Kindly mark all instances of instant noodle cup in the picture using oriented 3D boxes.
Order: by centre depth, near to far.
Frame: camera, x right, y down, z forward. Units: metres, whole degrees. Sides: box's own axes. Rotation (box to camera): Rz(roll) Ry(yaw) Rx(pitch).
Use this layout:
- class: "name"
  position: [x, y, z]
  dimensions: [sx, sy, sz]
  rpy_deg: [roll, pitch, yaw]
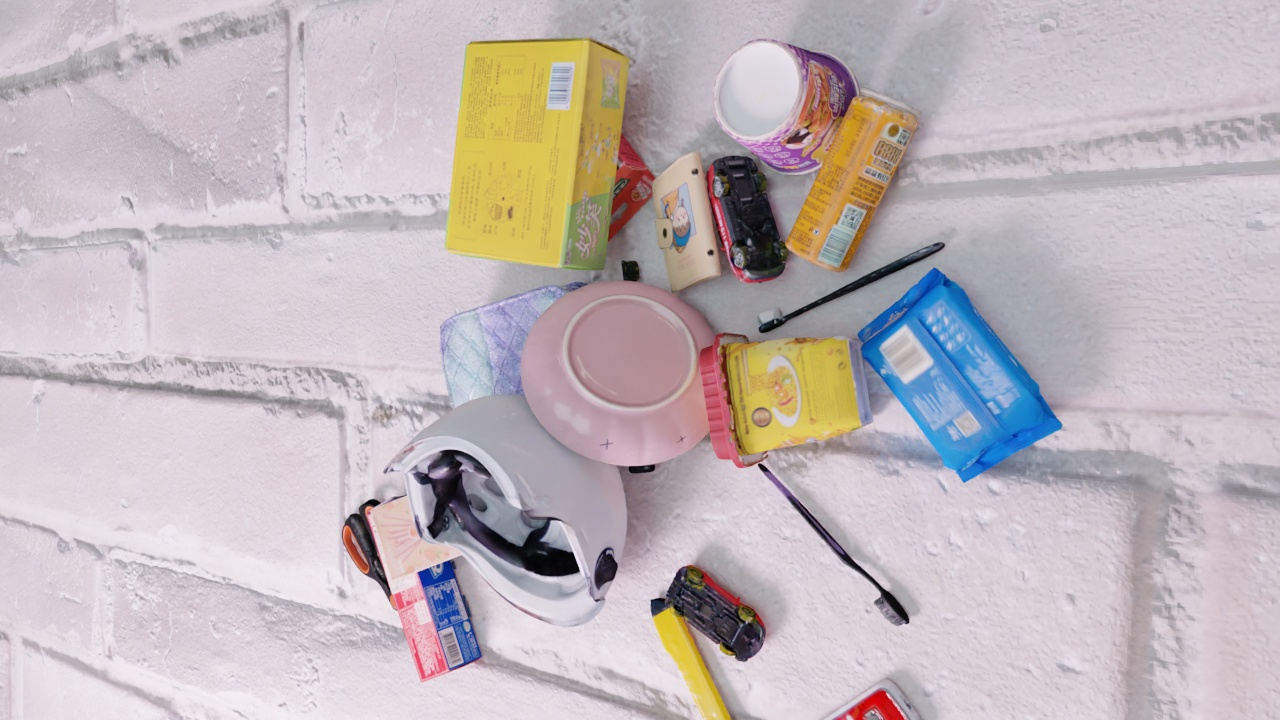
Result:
- class: "instant noodle cup"
  position: [0.120, -0.220, 0.784]
  dimensions: [0.112, 0.099, 0.111]
  rpy_deg: [2, 94, 32]
- class: "instant noodle cup"
  position: [0.128, 0.027, 0.786]
  dimensions: [0.124, 0.116, 0.116]
  rpy_deg: [-10, 86, 21]

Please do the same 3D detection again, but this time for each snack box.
- class: "snack box"
  position: [-0.103, -0.198, 0.891]
  dimensions: [0.158, 0.069, 0.210]
  rpy_deg: [11, 98, 33]
- class: "snack box"
  position: [-0.060, -0.187, 0.932]
  dimensions: [0.113, 0.044, 0.127]
  rpy_deg: [-44, 70, 26]
- class: "snack box"
  position: [-0.214, 0.177, 1.017]
  dimensions: [0.157, 0.026, 0.084]
  rpy_deg: [-22, 79, 6]
- class: "snack box"
  position: [-0.251, 0.259, 1.064]
  dimensions: [0.058, 0.057, 0.207]
  rpy_deg: [-29, 76, 32]

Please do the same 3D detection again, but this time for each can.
- class: "can"
  position: [0.178, -0.150, 0.772]
  dimensions: [0.058, 0.058, 0.146]
  rpy_deg: [33, 108, 28]

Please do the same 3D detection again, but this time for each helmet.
- class: "helmet"
  position: [-0.106, 0.131, 0.899]
  dimensions: [0.229, 0.145, 0.259]
  rpy_deg: [6, 137, 36]

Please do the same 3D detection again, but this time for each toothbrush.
- class: "toothbrush"
  position: [0.179, -0.065, 0.800]
  dimensions: [0.181, 0.015, 0.018]
  rpy_deg: [-24, 70, 32]
- class: "toothbrush"
  position: [0.167, 0.162, 0.817]
  dimensions: [0.189, 0.014, 0.017]
  rpy_deg: [47, 127, 23]
- class: "toothbrush"
  position: [-0.005, 0.005, 0.917]
  dimensions: [0.027, 0.026, 0.212]
  rpy_deg: [-4, 88, -2]

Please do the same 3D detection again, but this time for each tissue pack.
- class: "tissue pack"
  position: [0.252, 0.012, 0.734]
  dimensions: [0.095, 0.052, 0.157]
  rpy_deg: [-43, 69, 28]

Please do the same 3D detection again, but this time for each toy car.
- class: "toy car"
  position: [0.094, -0.126, 0.832]
  dimensions: [0.045, 0.052, 0.120]
  rpy_deg: [137, 121, -63]
- class: "toy car"
  position: [0.073, 0.239, 0.869]
  dimensions: [0.106, 0.031, 0.049]
  rpy_deg: [32, 109, 29]

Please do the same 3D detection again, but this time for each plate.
- class: "plate"
  position: [-0.012, 0.001, 0.832]
  dimensions: [0.192, 0.192, 0.039]
  rpy_deg: [53, 155, 20]

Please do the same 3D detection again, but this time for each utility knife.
- class: "utility knife"
  position: [0.061, 0.323, 0.887]
  dimensions: [0.033, 0.015, 0.206]
  rpy_deg: [-36, 70, 27]

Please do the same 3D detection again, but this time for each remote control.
- class: "remote control"
  position: [0.184, 0.336, 0.808]
  dimensions: [0.136, 0.020, 0.056]
  rpy_deg: [-45, 70, 25]

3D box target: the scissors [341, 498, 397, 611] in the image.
- class: "scissors"
  position: [-0.307, 0.284, 1.128]
  dimensions: [0.163, 0.021, 0.234]
  rpy_deg: [-8, 94, 39]

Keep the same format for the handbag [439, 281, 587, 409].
- class: "handbag"
  position: [-0.115, -0.001, 0.958]
  dimensions: [0.194, 0.075, 0.134]
  rpy_deg: [-13, 89, 34]

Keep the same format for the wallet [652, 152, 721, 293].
- class: "wallet"
  position: [0.041, -0.127, 0.864]
  dimensions: [0.087, 0.024, 0.115]
  rpy_deg: [-16, 84, 60]

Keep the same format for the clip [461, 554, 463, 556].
- class: "clip"
  position: [-0.201, 0.198, 1.055]
  dimensions: [0.040, 0.014, 0.056]
  rpy_deg: [-6, 87, 33]
